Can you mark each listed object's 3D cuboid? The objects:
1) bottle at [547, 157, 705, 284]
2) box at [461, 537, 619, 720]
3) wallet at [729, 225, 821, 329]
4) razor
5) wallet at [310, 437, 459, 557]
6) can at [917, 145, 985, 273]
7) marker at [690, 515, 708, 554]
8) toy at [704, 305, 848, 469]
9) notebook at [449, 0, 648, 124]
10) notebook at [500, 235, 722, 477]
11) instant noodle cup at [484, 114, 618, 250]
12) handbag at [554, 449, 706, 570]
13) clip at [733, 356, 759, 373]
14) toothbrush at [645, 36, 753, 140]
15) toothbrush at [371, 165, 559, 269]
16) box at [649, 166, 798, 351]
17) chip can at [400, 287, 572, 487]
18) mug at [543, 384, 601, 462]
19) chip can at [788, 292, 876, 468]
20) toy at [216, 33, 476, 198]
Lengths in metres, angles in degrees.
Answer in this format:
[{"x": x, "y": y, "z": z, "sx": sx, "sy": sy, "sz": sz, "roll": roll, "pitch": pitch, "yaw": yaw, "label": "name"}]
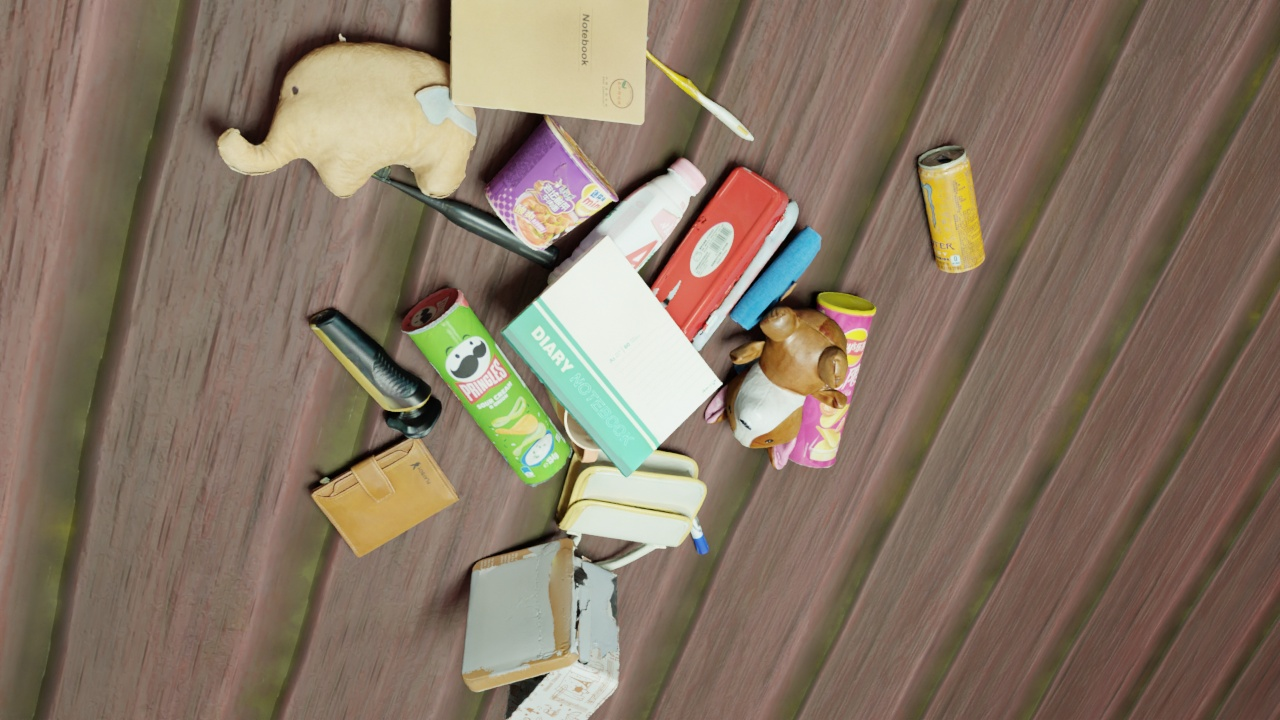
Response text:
[{"x": -0.011, "y": -0.133, "z": 0.980, "sx": 0.197, "sy": 0.068, "sz": 0.068, "roll": -46, "pitch": 120, "yaw": 1, "label": "bottle"}, {"x": -0.122, "y": 0.307, "z": 1.055, "sx": 0.168, "sy": 0.181, "sz": 0.151, "roll": 27, "pitch": 117, "yaw": -16, "label": "box"}, {"x": 0.155, "y": -0.091, "z": 1.046, "sx": 0.040, "sy": 0.106, "sz": 0.133, "roll": 42, "pitch": 97, "yaw": 7, "label": "wallet"}, {"x": -0.278, "y": 0.014, "z": 0.958, "sx": 0.068, "sy": 0.062, "sz": 0.167, "roll": -25, "pitch": 118, "yaw": 28, "label": "razor"}, {"x": -0.286, "y": 0.145, "z": 1.022, "sx": 0.130, "sy": 0.035, "sz": 0.119, "roll": -30, "pitch": 125, "yaw": -7, "label": "wallet"}, {"x": 0.375, "y": -0.180, "z": 1.106, "sx": 0.058, "sy": 0.058, "sz": 0.146, "roll": -26, "pitch": 119, "yaw": -8, "label": "can"}, {"x": 0.061, "y": 0.191, "z": 1.178, "sx": 0.017, "sy": 0.017, "sz": 0.146, "roll": -25, "pitch": 119, "yaw": -9, "label": "marker"}, {"x": 0.160, "y": 0.035, "z": 1.069, "sx": 0.130, "sy": 0.140, "sz": 0.200, "roll": -36, "pitch": 164, "yaw": -47, "label": "toy"}, {"x": -0.081, "y": -0.306, "z": 0.863, "sx": 0.207, "sy": 0.008, "sz": 0.148, "roll": -3, "pitch": 100, "yaw": -34, "label": "notebook"}, {"x": -0.025, "y": -0.002, "z": 0.949, "sx": 0.150, "sy": 0.012, "sz": 0.209, "roll": -44, "pitch": 110, "yaw": -14, "label": "notebook"}, {"x": -0.092, "y": -0.170, "z": 0.913, "sx": 0.099, "sy": 0.111, "sz": 0.111, "roll": -41, "pitch": 120, "yaw": 9, "label": "instant noodle cup"}, {"x": -0.019, "y": 0.195, "z": 1.119, "sx": 0.163, "sy": 0.063, "sz": 0.179, "roll": 11, "pitch": 115, "yaw": -17, "label": "handbag"}, {"x": 0.141, "y": -0.003, "z": 1.124, "sx": 0.057, "sy": 0.028, "sz": 0.024, "roll": -37, "pitch": 118, "yaw": 9, "label": "clip"}, {"x": 0.054, "y": -0.289, "z": 0.963, "sx": 0.191, "sy": 0.016, "sz": 0.018, "roll": 32, "pitch": 90, "yaw": -28, "label": "toothbrush"}, {"x": -0.178, "y": -0.148, "z": 0.933, "sx": 0.212, "sy": 0.026, "sz": 0.027, "roll": 25, "pitch": 108, "yaw": -27, "label": "toothbrush"}, {"x": 0.099, "y": -0.107, "z": 1.038, "sx": 0.201, "sy": 0.095, "sz": 0.099, "roll": -55, "pitch": 155, "yaw": 9, "label": "box"}, {"x": -0.161, "y": 0.032, "z": 0.994, "sx": 0.072, "sy": 0.072, "sz": 0.236, "roll": -34, "pitch": 121, "yaw": -4, "label": "chip can"}, {"x": -0.059, "y": 0.053, "z": 1.020, "sx": 0.081, "sy": 0.106, "sz": 0.115, "roll": -2, "pitch": 113, "yaw": -20, "label": "mug"}, {"x": 0.231, "y": 0.026, "z": 1.136, "sx": 0.071, "sy": 0.071, "sz": 0.211, "roll": 1, "pitch": 112, "yaw": -21, "label": "chip can"}, {"x": -0.264, "y": -0.221, "z": 0.838, "sx": 0.225, "sy": 0.082, "sz": 0.143, "roll": -3, "pitch": 98, "yaw": -16, "label": "toy"}]
